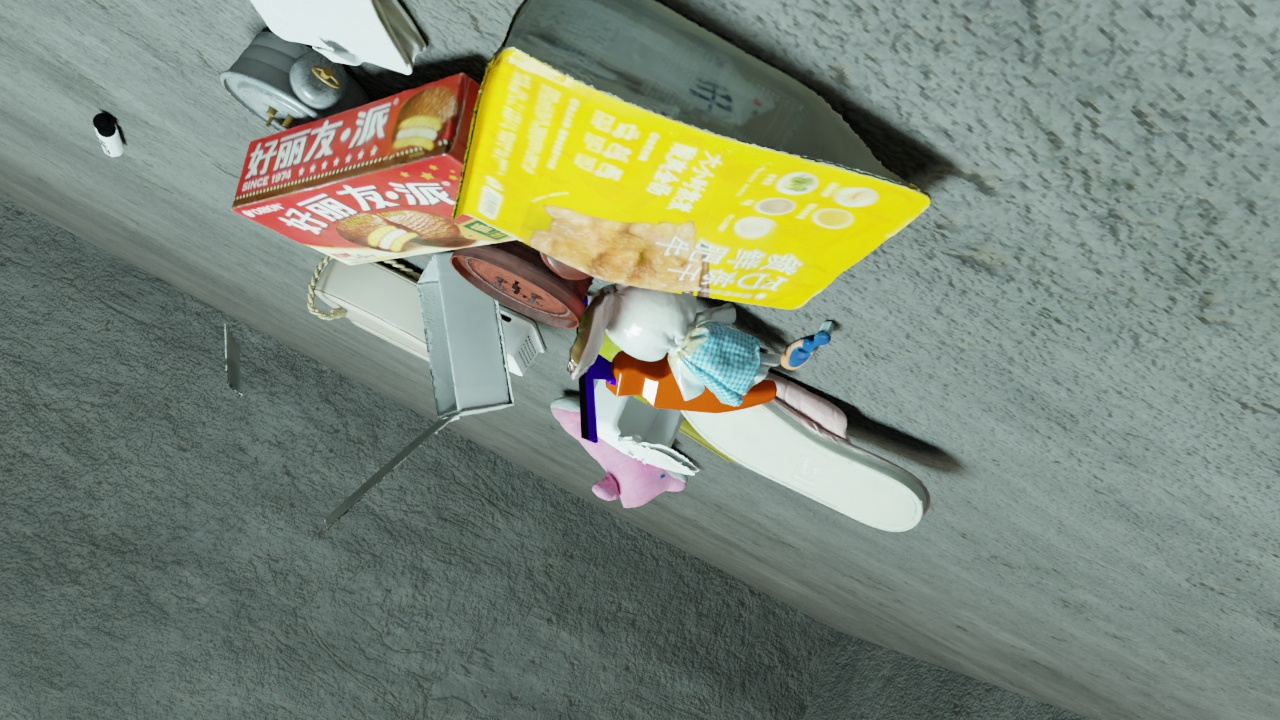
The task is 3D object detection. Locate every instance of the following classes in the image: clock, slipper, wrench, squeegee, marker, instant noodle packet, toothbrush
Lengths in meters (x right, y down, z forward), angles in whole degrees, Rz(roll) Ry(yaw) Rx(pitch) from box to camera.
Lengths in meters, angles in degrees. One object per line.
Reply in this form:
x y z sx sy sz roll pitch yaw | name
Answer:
-0.248 -0.195 0.675 0.104 0.056 0.148 32 167 -30 | clock
0.157 0.076 0.903 0.274 0.054 0.114 30 141 10 | slipper
0.053 0.082 1.224 0.273 0.018 0.084 34 164 -30 | wrench
0.032 0.019 0.831 0.184 0.055 0.249 6 -150 -9 | squeegee
-0.665 -0.282 1.147 0.025 0.025 0.126 31 165 -20 | marker
-0.087 -0.089 0.743 0.120 0.072 0.158 25 167 3 | clock
0.022 -0.099 0.502 0.221 0.084 0.163 23 156 -9 | instant noodle packet
0.138 -0.011 0.761 0.021 0.017 0.135 29 168 2 | toothbrush

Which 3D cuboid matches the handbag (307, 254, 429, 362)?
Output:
-0.317 -0.057 1.199 0.210 0.103 0.209 26 170 4 | handbag

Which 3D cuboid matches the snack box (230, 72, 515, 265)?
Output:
-0.173 -0.126 0.655 0.237 0.060 0.113 -3 160 35 | snack box

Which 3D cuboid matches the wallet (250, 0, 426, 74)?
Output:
-0.195 -0.216 0.560 0.116 0.032 0.086 20 162 23 | wallet

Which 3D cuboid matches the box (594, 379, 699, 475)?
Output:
0.017 0.074 1.051 0.108 0.124 0.137 37 160 -36 | box

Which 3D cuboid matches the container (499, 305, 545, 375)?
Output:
-0.173 -0.025 1.167 0.081 0.049 0.129 24 166 8 | container

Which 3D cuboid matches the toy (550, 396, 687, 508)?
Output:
-0.040 0.155 1.433 0.265 0.127 0.187 38 166 -23 | toy

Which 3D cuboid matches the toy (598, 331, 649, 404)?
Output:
-0.006 0.006 0.963 0.110 0.051 0.090 48 167 -18 | toy

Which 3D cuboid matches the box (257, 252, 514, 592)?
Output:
-0.235 0.064 0.940 0.150 0.368 0.167 32 165 -13 | box

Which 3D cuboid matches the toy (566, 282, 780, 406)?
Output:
0.034 -0.030 0.760 0.205 0.131 0.105 23 -159 -34 | toy
